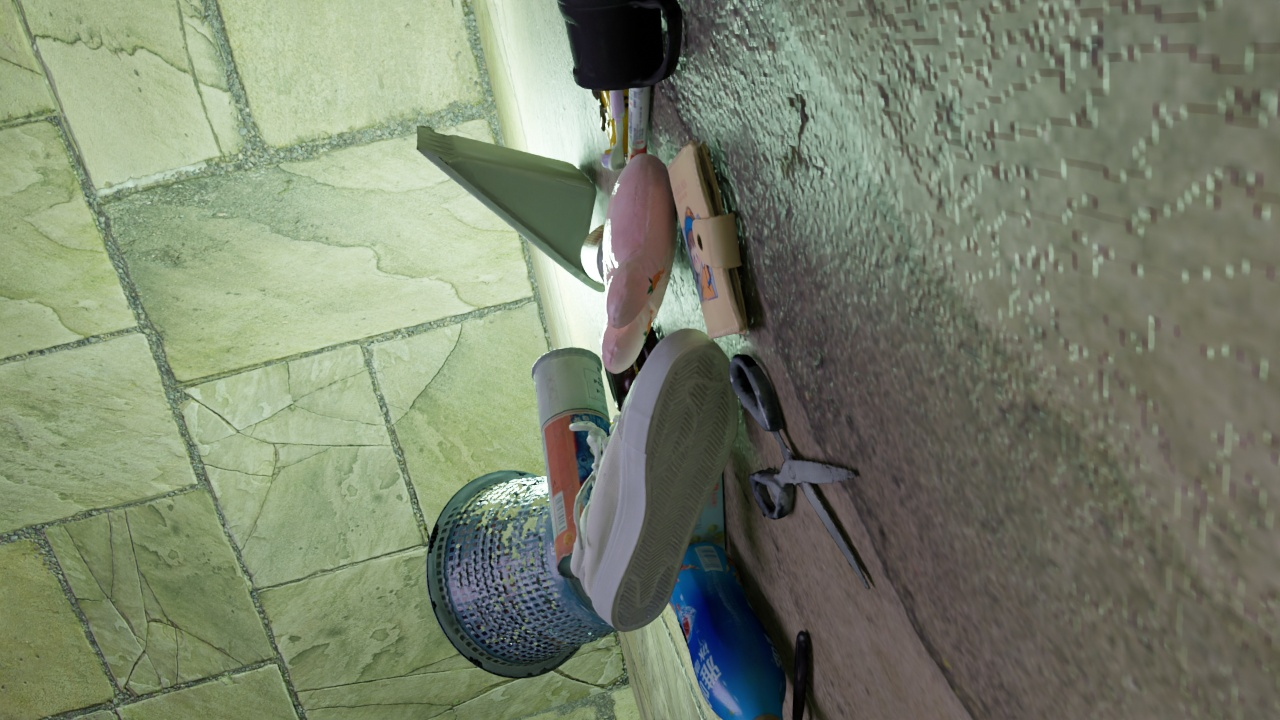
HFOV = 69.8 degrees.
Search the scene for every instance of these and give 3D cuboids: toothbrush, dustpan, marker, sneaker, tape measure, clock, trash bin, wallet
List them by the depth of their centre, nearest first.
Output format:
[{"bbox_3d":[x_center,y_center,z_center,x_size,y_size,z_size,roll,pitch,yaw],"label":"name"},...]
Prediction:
[{"bbox_3d":[0.043,-0.071,0.557,0.087,0.024,0.115,-167,64,-87],"label":"wallet"},{"bbox_3d":[0.115,0.253,0.652,0.015,0.018,0.181,-97,1,-56],"label":"toothbrush"},{"bbox_3d":[-0.001,0.077,0.667,0.091,0.089,0.243,40,125,42],"label":"sneaker"},{"bbox_3d":[-0.024,-0.235,0.671,0.029,0.020,0.190,-89,-3,-66],"label":"toothbrush"},{"bbox_3d":[-0.001,-0.184,0.674,0.145,0.017,0.017,94,160,-65],"label":"marker"},{"bbox_3d":[-0.021,-0.201,0.737,0.060,0.029,0.057,101,154,-71],"label":"tape measure"},{"bbox_3d":[-0.005,0.005,0.889,0.122,0.055,0.082,99,156,-77],"label":"clock"},{"bbox_3d":[-0.075,0.205,0.948,0.196,0.226,0.226,-25,77,46],"label":"trash bin"},{"bbox_3d":[-0.150,-0.175,1.106,0.222,0.257,0.143,-122,43,-66],"label":"dustpan"}]

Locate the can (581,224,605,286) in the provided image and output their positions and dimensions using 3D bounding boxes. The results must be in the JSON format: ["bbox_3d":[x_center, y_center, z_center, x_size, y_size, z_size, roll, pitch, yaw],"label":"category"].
[{"bbox_3d":[-0.017,-0.090,0.798,0.116,0.058,0.058,-139,35,-76],"label":"can"}]

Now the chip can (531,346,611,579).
[{"bbox_3d":[-0.056,0.091,0.843,0.071,0.071,0.214,86,174,-52],"label":"chip can"}]

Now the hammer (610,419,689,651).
[{"bbox_3d":[0.024,0.201,1.040,0.300,0.032,0.129,69,153,17],"label":"hammer"}]

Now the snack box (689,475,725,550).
[{"bbox_3d":[0.032,0.140,0.804,0.051,0.074,0.175,-111,10,-47],"label":"snack box"}]

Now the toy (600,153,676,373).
[{"bbox_3d":[-0.004,-0.068,0.645,0.121,0.054,0.159,97,-179,-53],"label":"toy"}]

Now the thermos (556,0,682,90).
[{"bbox_3d":[-0.019,-0.277,0.511,0.090,0.068,0.243,23,137,37],"label":"thermos"}]

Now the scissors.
[{"bbox_3d":[0.085,0.064,0.524,0.160,0.014,0.180,87,165,-54],"label":"scissors"}]

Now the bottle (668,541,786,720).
[{"bbox_3d":[0.069,0.222,0.699,0.218,0.065,0.065,-118,15,-65],"label":"bottle"}]
